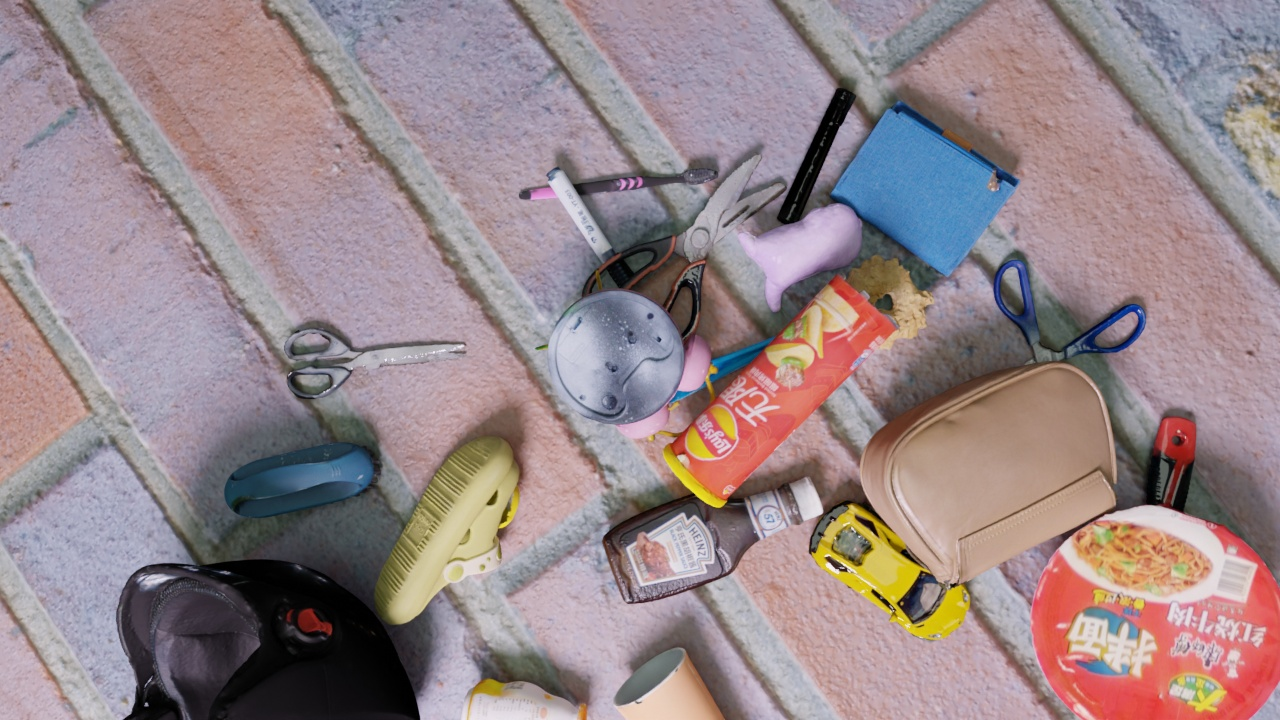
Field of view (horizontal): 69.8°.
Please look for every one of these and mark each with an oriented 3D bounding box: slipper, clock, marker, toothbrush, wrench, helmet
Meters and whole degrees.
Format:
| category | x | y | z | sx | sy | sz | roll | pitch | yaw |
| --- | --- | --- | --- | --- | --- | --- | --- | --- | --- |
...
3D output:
| category | x | y | z | sx | sy | sz | roll | pitch | yaw |
| --- | --- | --- | --- | --- | --- | --- | --- | --- | --- |
| slipper | -0.166 | 0.159 | 0.835 | 0.081 | 0.092 | 0.190 | 37 | 83 | -32 |
| clock | -0.005 | 0.005 | 0.804 | 0.158 | 0.059 | 0.117 | 39 | 102 | -4 |
| marker | 0.160 | -0.184 | 0.835 | 0.022 | 0.020 | 0.132 | 25 | 91 | 48 |
| marker | -0.045 | -0.122 | 0.849 | 0.022 | 0.018 | 0.130 | -33 | 91 | -6 |
| toothbrush | -0.022 | -0.164 | 0.854 | 0.189 | 0.017 | 0.014 | -5 | 89 | 7 |
| wrench | 0.452 | 0.185 | 0.799 | 0.056 | 0.016 | 0.273 | 6 | 89 | 5 |
| helmet | -0.316 | 0.284 | 0.767 | 0.234 | 0.229 | 0.274 | -30 | 81 | 29 |

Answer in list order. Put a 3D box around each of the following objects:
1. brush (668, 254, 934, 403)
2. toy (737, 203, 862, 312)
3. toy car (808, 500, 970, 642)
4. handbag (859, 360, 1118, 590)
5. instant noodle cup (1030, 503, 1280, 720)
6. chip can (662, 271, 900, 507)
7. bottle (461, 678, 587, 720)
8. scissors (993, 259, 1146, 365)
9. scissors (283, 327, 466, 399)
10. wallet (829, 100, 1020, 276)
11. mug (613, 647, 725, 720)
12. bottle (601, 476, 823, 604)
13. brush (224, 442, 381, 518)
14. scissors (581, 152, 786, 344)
| category | x | y | z | sx | sy | sz | roll | pitch | yaw |
| --- | --- | --- | --- | --- | --- | --- | --- | --- | --- |
| brush | 0.137 | -0.020 | 0.828 | 0.255 | 0.046 | 0.083 | -23 | 90 | 8 |
| toy | 0.151 | -0.098 | 0.823 | 0.108 | 0.039 | 0.084 | -25 | 113 | 0 |
| toy car | 0.221 | 0.186 | 0.810 | 0.156 | 0.041 | 0.071 | 37 | 92 | 4 |
| handbag | 0.292 | 0.090 | 0.771 | 0.204 | 0.100 | 0.147 | -23 | 89 | -8 |
| instant noodle cup | 0.419 | 0.214 | 0.762 | 0.194 | 0.066 | 0.194 | 0 | 89 | 10 |
| chip can | 0.117 | 0.026 | 0.776 | 0.073 | 0.073 | 0.217 | 44 | 98 | 5 |
| bottle | -0.103 | 0.322 | 0.825 | 0.108 | 0.063 | 0.063 | 3 | 89 | 6 |
| scissors | 0.361 | -0.013 | 0.816 | 0.173 | 0.012 | 0.162 | -33 | 88 | 5 |
| scissors | -0.255 | 0.007 | 0.876 | 0.174 | 0.014 | 0.136 | 29 | 90 | 3 |
| wallet | 0.252 | -0.154 | 0.817 | 0.133 | 0.040 | 0.106 | 35 | 100 | 5 |
| mug | 0.041 | 0.327 | 0.808 | 0.078 | 0.078 | 0.123 | -35 | 90 | 3 |
| bottle | 0.067 | 0.154 | 0.824 | 0.195 | 0.044 | 0.080 | -21 | 84 | 4 |
| brush | -0.317 | 0.111 | 0.846 | 0.144 | 0.073 | 0.055 | -13 | 82 | 5 |
| scissors | 0.044 | -0.090 | 0.838 | 0.195 | 0.015 | 0.215 | 0 | 94 | -6 |
